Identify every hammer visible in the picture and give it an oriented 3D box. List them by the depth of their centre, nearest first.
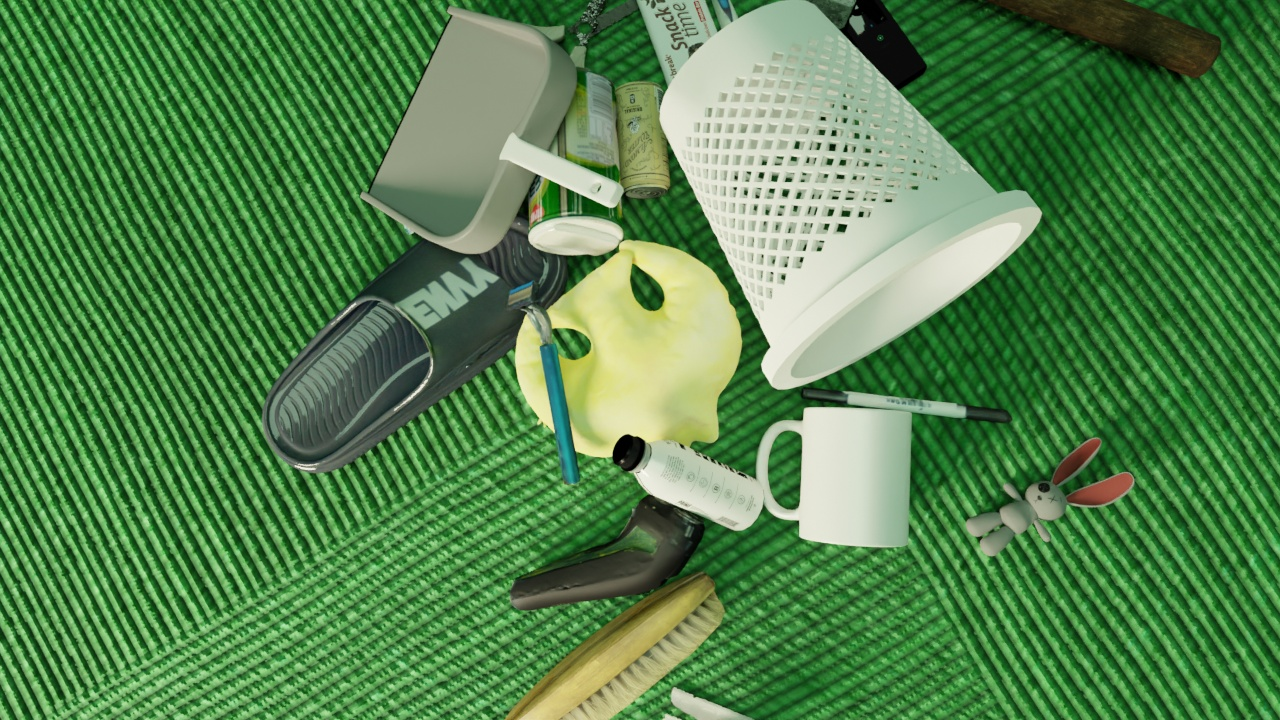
[{"bbox_3d":[0.289,-0.309,0.676,0.300,0.037,0.217,22,83,3],"label":"hammer"}]

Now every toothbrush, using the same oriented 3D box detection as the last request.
[{"bbox_3d":[0.054,-0.300,0.708,0.016,0.017,0.189,-20,83,2],"label":"toothbrush"}]

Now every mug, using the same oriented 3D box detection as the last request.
[{"bbox_3d":[0.134,0.080,0.650,0.111,0.073,0.090,0,85,31],"label":"mug"}]

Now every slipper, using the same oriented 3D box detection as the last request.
[{"bbox_3d":[-0.178,-0.021,0.674,0.268,0.083,0.110,-39,81,1],"label":"slipper"}]

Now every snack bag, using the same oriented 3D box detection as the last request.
[{"bbox_3d":[0.027,-0.268,0.707,0.057,0.013,0.158,-18,84,-5],"label":"snack bag"}]

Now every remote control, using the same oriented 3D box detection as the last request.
[{"bbox_3d":[0.161,-0.272,0.699,0.034,0.013,0.150,-33,83,2],"label":"remote control"}]

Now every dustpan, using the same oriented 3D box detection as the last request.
[{"bbox_3d":[-0.099,-0.149,0.633,0.258,0.033,0.163,31,96,35],"label":"dustpan"}]

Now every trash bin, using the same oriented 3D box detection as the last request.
[{"bbox_3d":[0.119,-0.117,0.614,0.195,0.195,0.199,-31,74,2],"label":"trash bin"}]

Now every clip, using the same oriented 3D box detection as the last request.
[{"bbox_3d":[0.062,0.276,0.654,0.102,0.058,0.051,19,63,7],"label":"clip"}]

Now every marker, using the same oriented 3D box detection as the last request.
[{"bbox_3d":[0.194,0.033,0.673,0.152,0.011,0.011,7,86,6],"label":"marker"}]

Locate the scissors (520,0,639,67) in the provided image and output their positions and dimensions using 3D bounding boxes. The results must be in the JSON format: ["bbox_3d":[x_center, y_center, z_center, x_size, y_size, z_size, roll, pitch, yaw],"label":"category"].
[{"bbox_3d":[-0.056,-0.243,0.716,0.157,0.012,0.166,-2,86,-2],"label":"scissors"}]

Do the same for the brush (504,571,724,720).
[{"bbox_3d":[-0.022,0.220,0.652,0.195,0.059,0.043,-39,92,3],"label":"brush"}]

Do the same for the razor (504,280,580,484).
[{"bbox_3d":[-0.062,0.016,0.642,0.022,0.042,0.144,-16,93,-34],"label":"razor"}]

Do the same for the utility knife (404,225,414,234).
[{"bbox_3d":[-0.102,-0.138,0.709,0.179,0.015,0.022,-19,84,4],"label":"utility knife"}]

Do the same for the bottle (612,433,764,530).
[{"bbox_3d":[0.032,0.082,0.640,0.116,0.041,0.041,27,87,-28],"label":"bottle"}]

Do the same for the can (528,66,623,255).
[{"bbox_3d":[-0.048,-0.141,0.661,0.067,0.067,0.120,-4,76,4],"label":"can"}]

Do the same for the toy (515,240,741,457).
[{"bbox_3d":[-0.004,0.004,0.663,0.170,0.064,0.155,-35,93,9],"label":"toy"}]

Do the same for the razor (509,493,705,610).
[{"bbox_3d":[-0.026,0.142,0.667,0.151,0.054,0.067,-19,76,10],"label":"razor"}]

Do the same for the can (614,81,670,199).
[{"bbox_3d":[0.001,-0.165,0.691,0.038,0.038,0.079,-4,85,4],"label":"can"}]

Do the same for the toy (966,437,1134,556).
[{"bbox_3d":[0.286,0.100,0.649,0.112,0.030,0.049,-31,55,4],"label":"toy"}]
